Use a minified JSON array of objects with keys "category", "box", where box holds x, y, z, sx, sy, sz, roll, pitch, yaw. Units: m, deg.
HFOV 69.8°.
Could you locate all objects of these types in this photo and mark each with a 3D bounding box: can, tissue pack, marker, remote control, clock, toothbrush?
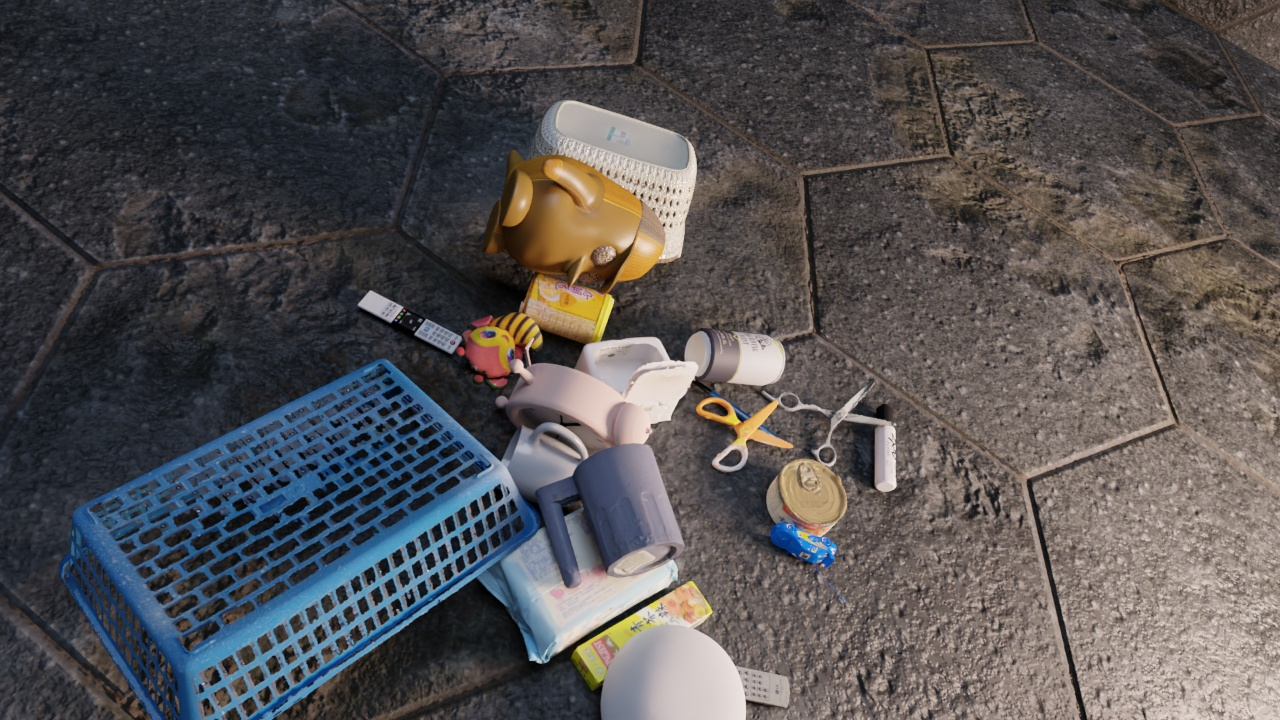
[{"category":"can","box":[-0.091,-0.062,1.115,0.105,0.068,0.067,18,50,-5]},{"category":"tissue pack","box":[-0.062,0.213,0.916,0.181,0.070,0.112,-24,65,-30]},{"category":"marker","box":[0.308,0.107,1.157,0.025,0.025,0.125,18,50,-6]},{"category":"remote control","box":[0.084,0.321,0.920,0.136,0.013,0.033,15,51,-9]},{"category":"clock","box":[-0.070,0.050,0.988,0.160,0.131,0.086,32,64,-2]},{"category":"can","box":[0.191,0.160,1.062,0.086,0.043,0.086,10,52,-13]},{"category":"toothbrush","box":[0.101,0.051,1.133,0.168,0.014,0.014,36,51,8]},{"category":"remote control","box":[-0.269,-0.043,1.073,0.124,0.012,0.028,27,50,2]},{"category":"can","box":[0.122,-0.003,1.141,0.127,0.064,0.064,6,52,-27]}]

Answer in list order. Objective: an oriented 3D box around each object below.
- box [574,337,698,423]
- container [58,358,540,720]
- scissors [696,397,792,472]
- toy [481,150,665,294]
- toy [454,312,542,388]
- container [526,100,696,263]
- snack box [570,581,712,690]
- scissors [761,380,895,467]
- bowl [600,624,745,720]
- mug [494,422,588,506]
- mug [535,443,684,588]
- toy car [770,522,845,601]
[{"category":"box","box":[-0.001,0.014,1.046,0.108,0.137,0.126,-8,56,-22]},{"category":"container","box":[-0.302,0.142,0.829,0.257,0.089,0.361,36,49,28]},{"category":"scissors","box":[0.123,0.089,1.102,0.125,0.011,0.127,19,61,-1]},{"category":"toy","box":[-0.071,-0.153,1.087,0.203,0.199,0.162,17,63,-19]},{"category":"toy","box":[-0.166,-0.017,1.067,0.103,0.046,0.084,-33,76,-25]},{"category":"container","box":[-0.042,-0.237,1.217,0.246,0.143,0.184,15,38,-9]},{"category":"snack box","box":[0.003,0.273,0.918,0.147,0.029,0.040,-22,64,-32]},{"category":"scissors","box":[0.235,0.066,1.157,0.173,0.014,0.141,23,62,8]},{"category":"bowl","box":[0.040,0.323,0.862,0.149,0.043,0.149,9,65,-20]},{"category":"mug","box":[-0.091,0.107,0.962,0.089,0.107,0.071,24,41,-12]},{"category":"mug","box":[-0.030,0.152,0.883,0.124,0.084,0.104,-20,62,-1]},{"category":"toy car","box":[0.186,0.224,1.016,0.092,0.033,0.061,21,43,-3]}]
